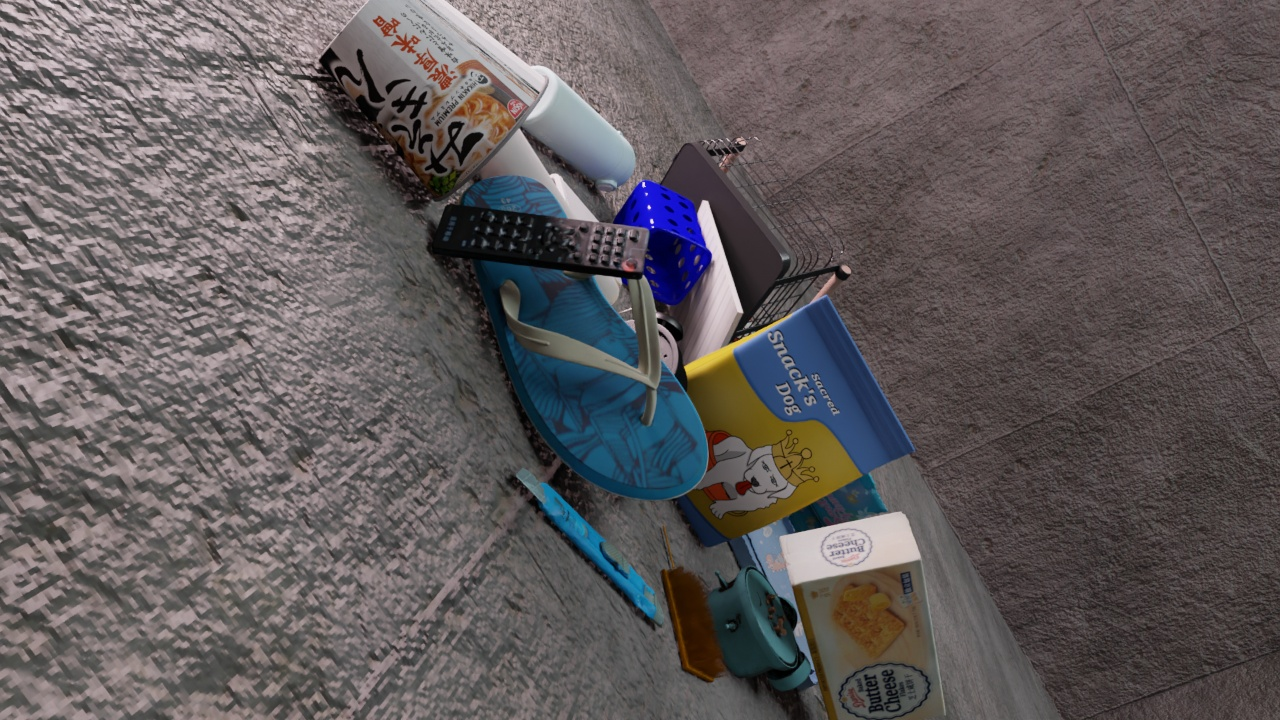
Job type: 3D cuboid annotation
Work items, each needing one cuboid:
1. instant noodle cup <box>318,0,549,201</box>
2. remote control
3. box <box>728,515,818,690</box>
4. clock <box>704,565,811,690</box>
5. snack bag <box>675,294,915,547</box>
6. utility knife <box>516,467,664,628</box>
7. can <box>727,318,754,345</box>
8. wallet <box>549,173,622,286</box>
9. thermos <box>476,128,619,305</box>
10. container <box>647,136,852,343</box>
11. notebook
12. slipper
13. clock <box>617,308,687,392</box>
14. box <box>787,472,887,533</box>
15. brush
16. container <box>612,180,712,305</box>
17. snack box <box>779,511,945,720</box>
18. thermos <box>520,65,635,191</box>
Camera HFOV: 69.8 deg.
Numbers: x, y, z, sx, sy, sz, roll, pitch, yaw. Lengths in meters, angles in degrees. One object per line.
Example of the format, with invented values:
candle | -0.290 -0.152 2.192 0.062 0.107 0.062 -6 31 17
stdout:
instant noodle cup | -0.152 -0.200 0.652 0.122 0.124 0.123 42 24 -24
remote control | -0.070 -0.082 0.656 0.022 0.150 0.047 94 5 -53
box | 0.141 0.226 0.938 0.127 0.034 0.209 5 57 -57
clock | 0.103 0.230 0.779 0.124 0.053 0.089 49 22 -34
snack bag | 0.115 0.055 0.820 0.159 0.206 0.102 60 28 -1
utility knife | -0.031 0.127 0.627 0.175 0.015 0.031 49 16 -30
can | 0.121 -0.004 1.182 0.067 0.067 0.169 51 20 -28
wallet | -0.068 -0.130 0.896 0.115 0.037 0.118 46 19 -39
thermos | -0.095 -0.137 0.802 0.224 0.052 0.052 57 18 -12
container | 0.125 -0.153 1.147 0.130 0.163 0.241 -17 63 -39
notebook | 0.067 -0.066 1.048 0.009 0.143 0.209 9 40 -17
slipper | -0.049 -0.030 0.664 0.294 0.118 0.060 61 -23 19
clock | -0.005 0.004 0.771 0.042 0.091 0.120 55 22 -52
box | 0.180 0.134 1.042 0.227 0.071 0.182 59 -25 -10
brush | 0.037 0.186 0.722 0.048 0.017 0.126 43 24 -45
container | 0.021 -0.138 1.058 0.085 0.085 0.113 23 32 -24
snack box | 0.192 0.229 0.784 0.057 0.104 0.208 -91 165 -57
thermos | -0.072 -0.256 1.039 0.206 0.065 0.078 24 63 -63
